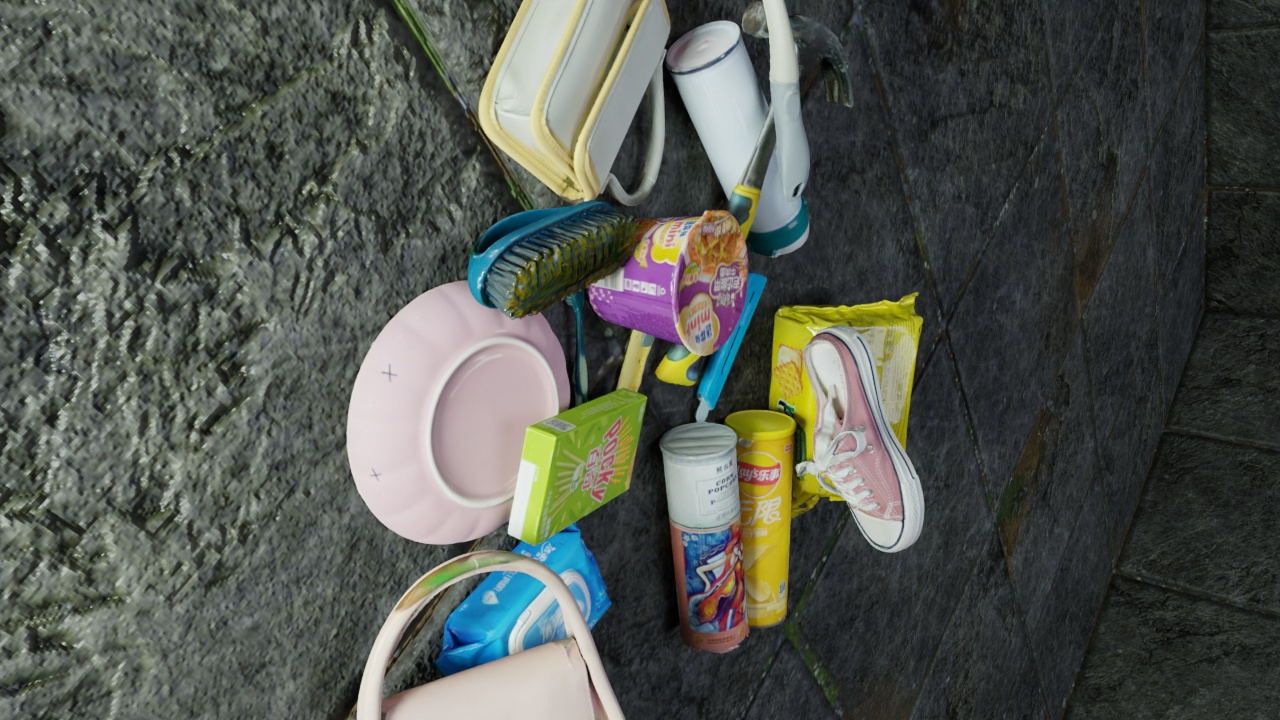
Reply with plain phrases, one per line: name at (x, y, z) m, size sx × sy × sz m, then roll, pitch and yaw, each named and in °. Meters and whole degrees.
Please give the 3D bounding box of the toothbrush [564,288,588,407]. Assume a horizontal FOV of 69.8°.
toothbrush at (-0.051, 0.020, 0.740) m, size 0.016 × 0.018 × 0.192 m, roll -21°, pitch 117°, yaw -46°

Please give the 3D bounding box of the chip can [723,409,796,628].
chip can at (0.119, 0.161, 0.934) m, size 0.071 × 0.072 × 0.213 m, roll -18°, pitch 113°, yaw -47°

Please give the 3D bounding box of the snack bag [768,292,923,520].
snack bag at (0.218, 0.050, 0.980) m, size 0.158 × 0.068 × 0.247 m, roll -3°, pitch 105°, yaw -20°

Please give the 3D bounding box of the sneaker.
sneaker at (0.200, 0.088, 0.889) m, size 0.087 × 0.118 × 0.241 m, roll -28°, pitch 107°, yaw -30°

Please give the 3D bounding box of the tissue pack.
tissue pack at (-0.086, 0.202, 0.713) m, size 0.156 × 0.052 × 0.095 m, roll -44°, pitch 130°, yaw -34°

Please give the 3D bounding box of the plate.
plate at (-0.113, 0.040, 0.649) m, size 0.192 × 0.039 × 0.192 m, roll -16°, pitch 111°, yaw -47°

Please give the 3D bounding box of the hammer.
hammer at (0.088, -0.127, 0.783) m, size 0.126 × 0.032 × 0.324 m, roll 6°, pitch 111°, yaw -38°

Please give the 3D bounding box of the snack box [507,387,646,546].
snack box at (-0.044, 0.077, 0.705) m, size 0.156 × 0.026 × 0.086 m, roll -19°, pitch 124°, yaw -64°

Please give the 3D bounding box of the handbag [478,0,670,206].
handbag at (-0.022, -0.198, 0.688) m, size 0.178 × 0.063 × 0.163 m, roll 36°, pitch 73°, yaw -52°

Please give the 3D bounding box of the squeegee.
squeegee at (0.103, -0.222, 0.689) m, size 0.246 × 0.039 × 0.247 m, roll -29°, pitch 128°, yaw -14°

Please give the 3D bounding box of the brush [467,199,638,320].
brush at (-0.068, -0.078, 0.647) m, size 0.143 × 0.073 × 0.055 m, roll -35°, pitch 145°, yaw -44°

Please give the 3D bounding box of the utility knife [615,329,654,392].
utility knife at (-0.005, 0.005, 0.794) m, size 0.031 × 0.018 × 0.151 m, roll 19°, pitch 89°, yaw -45°

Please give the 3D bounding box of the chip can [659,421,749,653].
chip can at (0.062, 0.170, 0.869) m, size 0.071 × 0.071 × 0.215 m, roll -28°, pitch 120°, yaw -43°

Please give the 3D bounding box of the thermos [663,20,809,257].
thermos at (0.096, -0.188, 0.822) m, size 0.073 × 0.073 × 0.224 m, roll -57°, pitch 137°, yaw -24°

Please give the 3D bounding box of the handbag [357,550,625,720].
handbag at (-0.105, 0.236, 0.628) m, size 0.193 × 0.093 × 0.234 m, roll -12°, pitch 108°, yaw -25°

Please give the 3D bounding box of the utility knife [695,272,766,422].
utility knife at (0.084, -0.012, 0.890) m, size 0.034 × 0.018 × 0.165 m, roll 33°, pitch 75°, yaw -49°

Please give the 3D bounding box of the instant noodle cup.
instant noodle cup at (0.018, -0.066, 0.729) m, size 0.111 × 0.099 × 0.112 m, roll -19°, pitch 114°, yaw -50°
